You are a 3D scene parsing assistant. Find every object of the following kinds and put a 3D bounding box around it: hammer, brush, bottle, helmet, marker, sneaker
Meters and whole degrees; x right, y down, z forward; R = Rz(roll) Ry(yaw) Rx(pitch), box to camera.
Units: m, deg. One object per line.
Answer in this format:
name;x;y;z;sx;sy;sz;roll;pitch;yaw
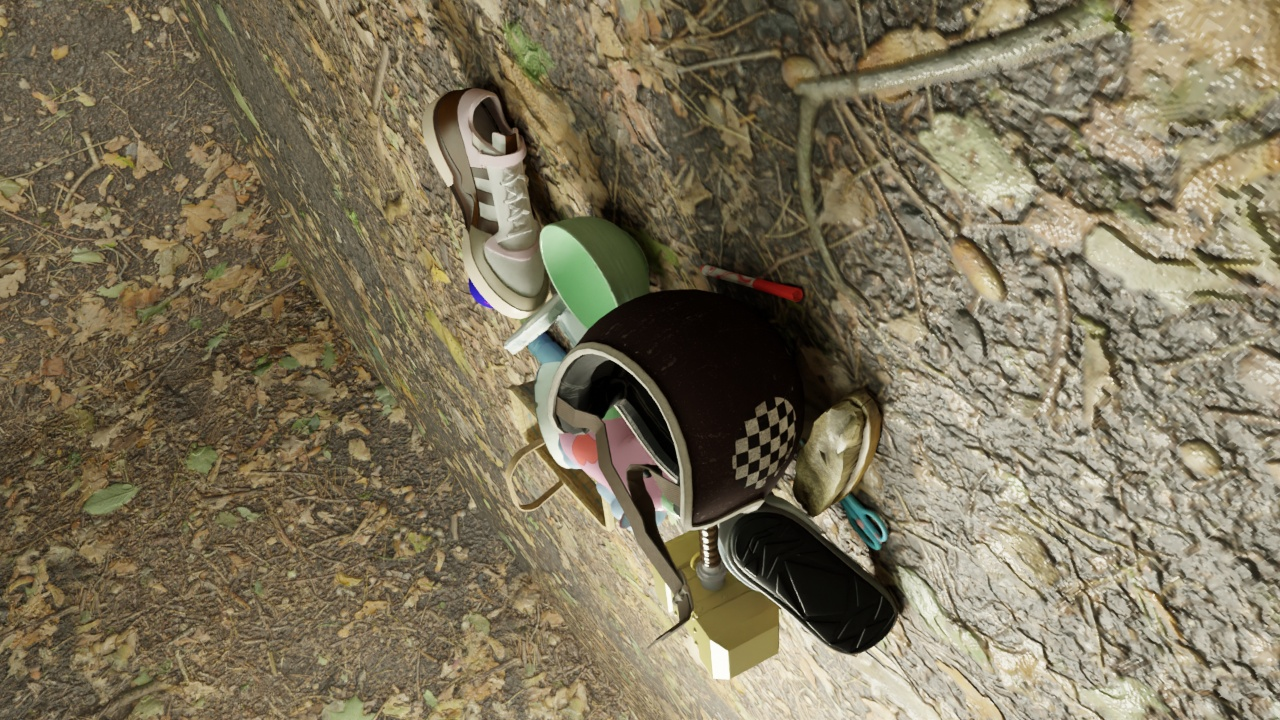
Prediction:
hammer;0.086;0.221;1.136;0.190;0.100;0.325;48;154;46
brush;0.183;0.092;0.872;0.059;0.043;0.196;47;154;24
bottle;-0.137;-0.005;1.432;0.130;0.040;0.040;42;155;32
helmet;0.035;0.059;0.855;0.233;0.252;0.234;33;133;36
marker;0.100;-0.074;0.859;0.142;0.012;0.013;24;142;54
sneaker;0.165;0.205;1.001;0.256;0.093;0.160;41;-172;-26
sneaker;-0.164;-0.197;1.133;0.117;0.111;0.294;-4;106;52

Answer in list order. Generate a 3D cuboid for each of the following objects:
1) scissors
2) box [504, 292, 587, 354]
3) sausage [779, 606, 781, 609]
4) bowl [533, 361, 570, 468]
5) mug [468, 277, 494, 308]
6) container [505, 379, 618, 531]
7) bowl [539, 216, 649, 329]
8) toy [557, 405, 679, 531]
scissors;0.204;0.135;0.939;0.136;0.015;0.055;49;159;12
box;-0.110;-0.037;1.239;0.130;0.105;0.211;52;159;0
sausage;0.185;0.290;1.164;0.044;0.039;0.165;54;159;13
bowl;-0.086;0.071;1.292;0.153;0.073;0.153;-13;-90;-74
mug;-0.207;-0.134;1.361;0.084;0.079;0.111;-179;86;-65
container;-0.125;0.153;1.432;0.250;0.186;0.158;43;156;30
bowl;-0.041;-0.102;1.034;0.151;0.076;0.151;46;157;26
toy;-0.027;0.111;1.061;0.223;0.120;0.171;-6;83;46
